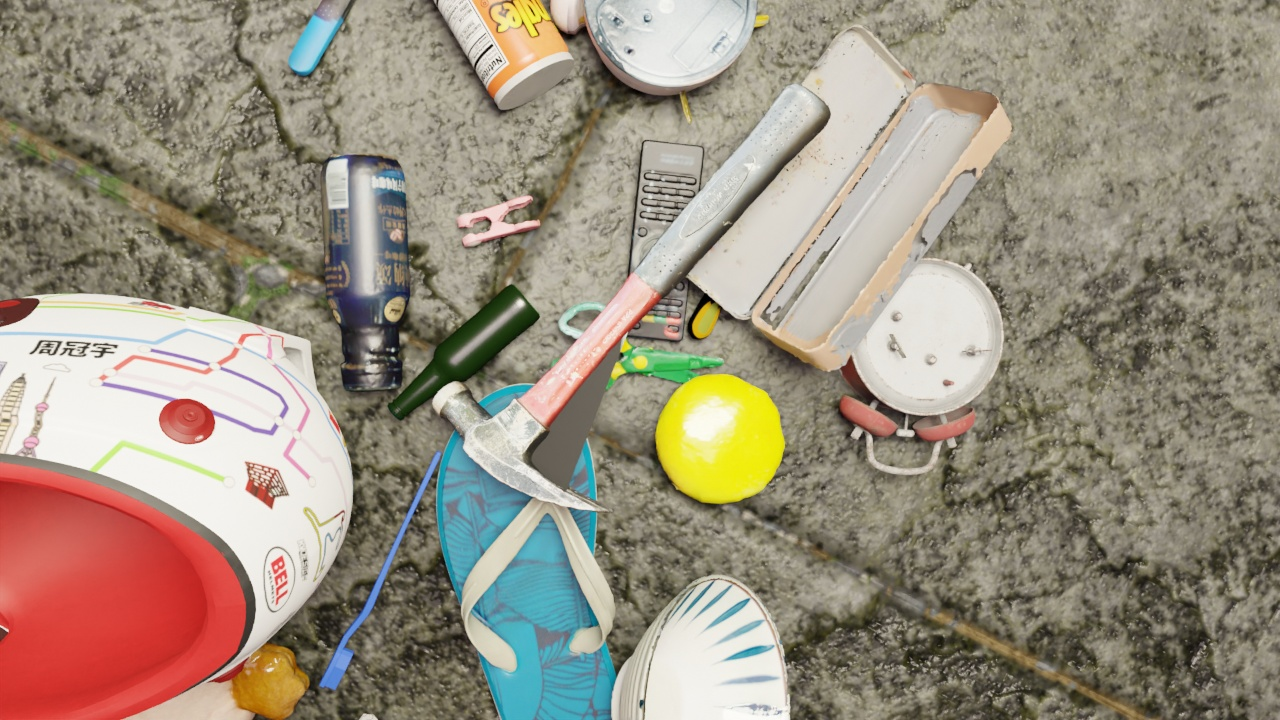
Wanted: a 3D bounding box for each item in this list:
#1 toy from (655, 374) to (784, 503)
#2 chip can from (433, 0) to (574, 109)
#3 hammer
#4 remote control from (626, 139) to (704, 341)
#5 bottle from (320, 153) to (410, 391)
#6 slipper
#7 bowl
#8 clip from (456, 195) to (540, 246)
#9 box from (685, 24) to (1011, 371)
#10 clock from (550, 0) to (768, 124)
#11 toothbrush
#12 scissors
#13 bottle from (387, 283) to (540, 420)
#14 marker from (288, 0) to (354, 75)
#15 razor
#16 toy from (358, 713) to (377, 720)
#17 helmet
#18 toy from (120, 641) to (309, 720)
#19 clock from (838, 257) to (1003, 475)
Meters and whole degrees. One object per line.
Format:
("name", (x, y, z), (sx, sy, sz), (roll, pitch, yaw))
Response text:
("toy", (0.057, 0.057, 0.657), (0.094, 0.041, 0.095), (-42, 96, -4))
("chip can", (-0.125, -0.279, 0.623), (0.062, 0.062, 0.210), (-31, 94, -3))
("hammer", (0.012, -0.043, 0.605), (0.140, 0.036, 0.326), (42, 93, 18))
("remote control", (0.016, -0.085, 0.661), (0.045, 0.021, 0.140), (6, 96, -3))
("bottle", (-0.187, -0.059, 0.628), (0.056, 0.056, 0.161), (-2, 92, -4))
("slipper", (-0.075, 0.165, 0.642), (0.118, 0.060, 0.295), (-12, 92, 0))
("bowl", (0.029, 0.239, 0.630), (0.071, 0.176, 0.177), (-12, 93, 36))
("clip", (-0.099, -0.092, 0.652), (0.059, 0.022, 0.039), (-12, 95, 2))
("box", (0.135, -0.115, 0.625), (0.217, 0.121, 0.094), (-54, 136, -2))
("clock", (0.004, -0.253, 0.635), (0.158, 0.059, 0.117), (38, 88, -4))
("toothbrush", (-0.181, 0.149, 0.651), (0.011, 0.016, 0.187), (27, 92, -12))
("scissors", (0.001, -0.010, 0.658), (0.132, 0.013, 0.078), (0, 109, -6))
("bottle", (-0.127, -0.003, 0.646), (0.123, 0.033, 0.033), (-41, 94, -2))
("marker", (-0.210, -0.254, 0.642), (0.018, 0.015, 0.123), (29, 87, -1))
("razor", (0.072, -0.079, 0.664), (0.044, 0.021, 0.144), (29, 88, -21))
("toy", (-0.156, 0.317, 0.637), (0.157, 0.067, 0.123), (14, 92, 0))
("helmet", (-0.332, 0.076, 0.530), (0.314, 0.236, 0.231), (-4, 119, -19))
("toy", (-0.311, 0.226, 0.617), (0.176, 0.076, 0.133), (-13, 121, -4))
("clock", (0.196, 0.003, 0.655), (0.110, 0.062, 0.157), (5, 92, -5))
